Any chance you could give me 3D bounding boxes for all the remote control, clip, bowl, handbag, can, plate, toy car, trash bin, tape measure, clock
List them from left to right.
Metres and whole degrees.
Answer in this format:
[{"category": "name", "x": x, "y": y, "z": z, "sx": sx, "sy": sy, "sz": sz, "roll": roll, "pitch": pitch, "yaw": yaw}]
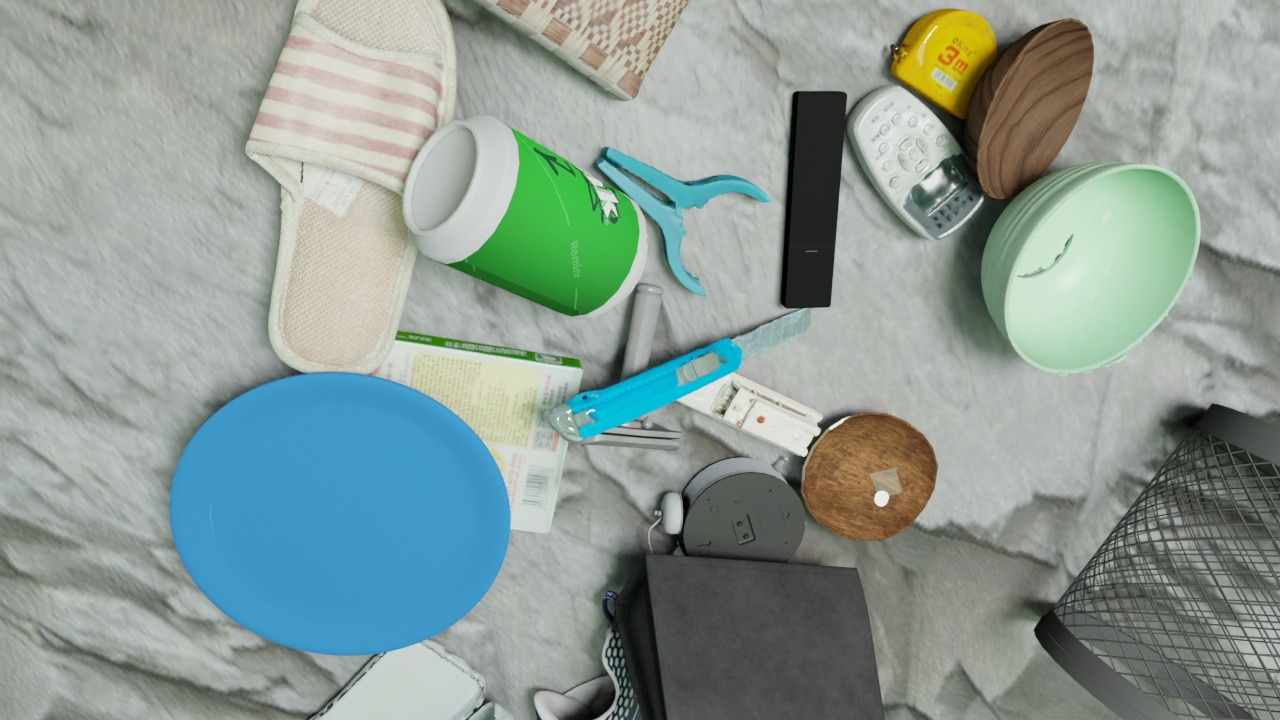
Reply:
[{"category": "plate", "x": -0.203, "y": 0.107, "z": 0.635, "sx": 0.224, "sy": 0.024, "sz": 0.225, "roll": -2, "pitch": 113, "yaw": -6}, {"category": "can", "x": -0.066, "y": -0.083, "z": 0.558, "sx": 0.139, "sy": 0.088, "sz": 0.088, "roll": 22, "pitch": 107, "yaw": -46}, {"category": "handbag", "x": -0.045, "y": -0.250, "z": 0.533, "sx": 0.185, "sy": 0.047, "sz": 0.124, "roll": 26, "pitch": 104, "yaw": -35}, {"category": "clip", "x": 0.028, "y": -0.091, "z": 0.629, "sx": 0.122, "sy": 0.033, "sz": 0.120, "roll": -1, "pitch": 114, "yaw": -8}, {"category": "clock", "x": 0.066, "y": 0.126, "z": 0.707, "sx": 0.122, "sy": 0.035, "sz": 0.094, "roll": -19, "pitch": 111, "yaw": -1}, {"category": "toy car", "x": 0.080, "y": 0.036, "z": 0.674, "sx": 0.113, "sy": 0.039, "sz": 0.039, "roll": 24, "pitch": 105, "yaw": -16}, {"category": "handbag", "x": 0.087, "y": 0.243, "z": 0.638, "sx": 0.175, "sy": 0.195, "sz": 0.072, "roll": 8, "pitch": 134, "yaw": -19}, {"category": "remote control", "x": 0.120, "y": -0.110, "z": 0.641, "sx": 0.034, "sy": 0.013, "sz": 0.150, "roll": -2, "pitch": 109, "yaw": -8}, {"category": "bowl", "x": 0.173, "y": 0.087, "z": 0.712, "sx": 0.114, "sy": 0.026, "sz": 0.102, "roll": 28, "pitch": 98, "yaw": -19}, {"category": "remote control", "x": 0.189, "y": -0.136, "z": 0.634, "sx": 0.060, "sy": 0.028, "sz": 0.114, "roll": -40, "pitch": 111, "yaw": 7}, {"category": "tape measure", "x": 0.203, "y": -0.203, "z": 0.610, "sx": 0.068, "sy": 0.030, "sz": 0.059, "roll": 24, "pitch": 105, "yaw": -23}, {"category": "bowl", "x": 0.251, "y": -0.170, "z": 0.613, "sx": 0.119, "sy": 0.032, "sz": 0.119, "roll": -24, "pitch": 133, "yaw": -29}, {"category": "bowl", "x": 0.300, "y": -0.073, "z": 0.642, "sx": 0.150, "sy": 0.077, "sz": 0.151, "roll": -8, "pitch": 119, "yaw": -14}, {"category": "trash bin", "x": 0.463, "y": 0.178, "z": 0.697, "sx": 0.217, "sy": 0.217, "sz": 0.227, "roll": 26, "pitch": 100, "yaw": -17}]

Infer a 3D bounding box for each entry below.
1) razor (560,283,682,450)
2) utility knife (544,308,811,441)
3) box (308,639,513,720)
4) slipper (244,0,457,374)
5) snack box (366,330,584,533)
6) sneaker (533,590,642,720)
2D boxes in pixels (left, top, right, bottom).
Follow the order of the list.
[{"category": "razor", "x": -0.004, "y": 0.004, "z": 0.645, "sx": 0.088, "sy": 0.047, "sz": 0.116, "roll": 8, "pitch": 94, "yaw": -40}, {"category": "utility knife", "x": 0.035, "y": 0.005, "z": 0.630, "sx": 0.219, "sy": 0.015, "sz": 0.031, "roll": -24, "pitch": 98, "yaw": -25}, {"category": "box", "x": -0.205, "y": 0.329, "z": 0.703, "sx": 0.129, "sy": 0.105, "sz": 0.210, "roll": 40, "pitch": 99, "yaw": -16}, {"category": "slipper", "x": -0.180, "y": -0.113, "z": 0.564, "sx": 0.115, "sy": 0.052, "sz": 0.263, "roll": 9, "pitch": 102, "yaw": -13}, {"category": "snack box", "x": -0.135, "y": 0.051, "z": 0.653, "sx": 0.168, "sy": 0.027, "sz": 0.132, "roll": 9, "pitch": 107, "yaw": -11}, {"category": "sneaker", "x": -0.036, "y": 0.316, "z": 0.741, "sx": 0.132, "sy": 0.103, "sz": 0.270, "roll": 28, "pitch": 104, "yaw": -2}]
